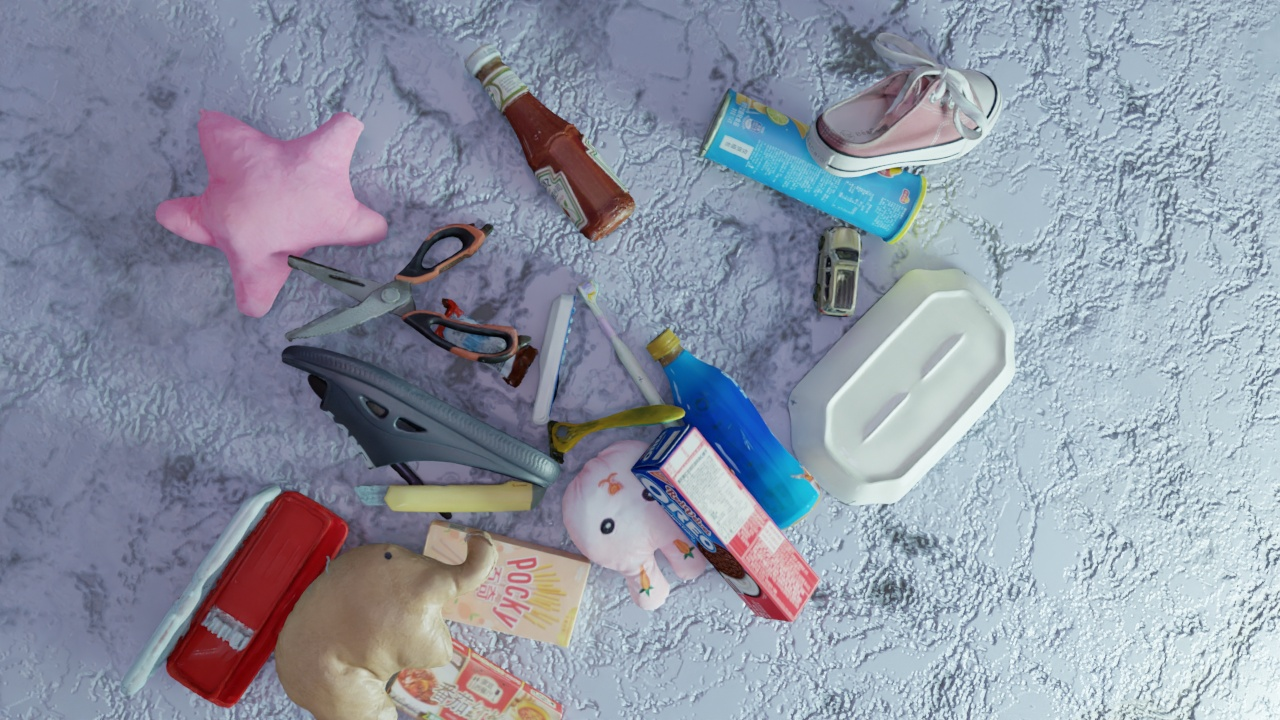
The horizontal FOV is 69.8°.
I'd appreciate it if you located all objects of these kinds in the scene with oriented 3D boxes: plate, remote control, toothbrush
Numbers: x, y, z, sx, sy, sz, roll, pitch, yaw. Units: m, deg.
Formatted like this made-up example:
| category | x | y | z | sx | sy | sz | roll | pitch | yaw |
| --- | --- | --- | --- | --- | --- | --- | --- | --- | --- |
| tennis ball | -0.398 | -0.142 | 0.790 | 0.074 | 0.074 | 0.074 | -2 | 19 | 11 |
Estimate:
| category | x | y | z | sx | sy | sz | roll | pitch | yaw |
| --- | --- | --- | --- | --- | --- | --- | --- | --- | --- |
| plate | 0.268 | 0.025 | 0.914 | 0.265 | 0.034 | 0.162 | -44 | 94 | -5 |
| remote control | -0.083 | -0.002 | 0.867 | 0.024 | 0.049 | 0.125 | 12 | 88 | -4 |
| toothbrush | -0.245 | 0.082 | 0.868 | 0.014 | 0.016 | 0.189 | -43 | 97 | 2 |
| toothbrush | -0.005 | 0.005 | 0.891 | 0.020 | 0.029 | 0.189 | -28 | 95 | 36 |

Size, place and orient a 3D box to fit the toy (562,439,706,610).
| category | x | y | z | sx | sy | sz | roll | pitch | yaw |
| --- | --- | --- | --- | --- | --- | --- | --- | --- | --- |
| toy | -0.001 | 0.156 | 0.875 | 0.121 | 0.054 | 0.159 | -37 | 100 | -14 |

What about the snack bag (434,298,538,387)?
| category | x | y | z | sx | sy | sz | roll | pitch | yaw |
| --- | --- | --- | --- | --- | --- | --- | --- | --- | --- |
| snack bag | -0.149 | -0.017 | 0.858 | 0.105 | 0.026 | 0.045 | 31 | 102 | 6 |

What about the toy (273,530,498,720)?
| category | x | y | z | sx | sy | sz | roll | pitch | yaw |
| --- | --- | --- | --- | --- | --- | --- | --- | --- | --- |
| toy | -0.229 | 0.227 | 0.815 | 0.143 | 0.082 | 0.226 | 39 | 96 | -6 |

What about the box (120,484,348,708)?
| category | x | y | z | sx | sy | sz | roll | pitch | yaw |
| --- | --- | --- | --- | --- | --- | --- | --- | --- | --- |
| box | -0.352 | 0.214 | 0.811 | 0.094 | 0.100 | 0.201 | 33 | 87 | -5 |

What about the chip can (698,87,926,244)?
| category | x | y | z | sx | sy | sz | roll | pitch | yaw |
| --- | --- | --- | --- | --- | --- | --- | --- | --- | --- |
| chip can | 0.165 | -0.187 | 0.885 | 0.210 | 0.071 | 0.071 | 23 | 87 | -5 |

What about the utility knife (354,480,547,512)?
| category | x | y | z | sx | sy | sz | roll | pitch | yaw |
| --- | --- | --- | --- | --- | --- | --- | --- | --- | --- |
| utility knife | -0.178 | 0.128 | 0.867 | 0.178 | 0.019 | 0.031 | 2 | 87 | -16 |

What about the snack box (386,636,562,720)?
| category | x | y | z | sx | sy | sz | roll | pitch | yaw |
| --- | --- | --- | --- | --- | --- | --- | --- | --- | --- |
| snack box | -0.157 | 0.324 | 0.868 | 0.153 | 0.025 | 0.075 | 34 | 87 | -5 |

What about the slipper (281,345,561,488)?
| category | x | y | z | sx | sy | sz | roll | pitch | yaw |
| --- | --- | --- | --- | --- | --- | --- | --- | --- | --- |
| slipper | -0.203 | 0.068 | 0.818 | 0.268 | 0.111 | 0.083 | 27 | 77 | -11 |

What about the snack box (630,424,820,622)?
| category | x | y | z | sx | sy | sz | roll | pitch | yaw |
| --- | --- | --- | --- | --- | --- | --- | --- | --- | --- |
| snack box | 0.081 | 0.152 | 0.856 | 0.207 | 0.057 | 0.058 | 51 | 62 | -15 |

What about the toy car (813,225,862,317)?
| category | x | y | z | sx | sy | sz | roll | pitch | yaw |
| --- | --- | --- | --- | --- | --- | --- | --- | --- | --- |
| toy car | 0.198 | -0.089 | 0.907 | 0.042 | 0.035 | 0.090 | 5 | 87 | -8 |

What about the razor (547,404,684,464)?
| category | x | y | z | sx | sy | sz | roll | pitch | yaw |
| --- | --- | --- | --- | --- | --- | --- | --- | --- | --- |
| razor | -0.024 | 0.061 | 0.859 | 0.133 | 0.028 | 0.043 | -13 | 58 | 11 |

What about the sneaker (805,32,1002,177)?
| category | x | y | z | sx | sy | sz | roll | pitch | yaw |
| --- | --- | --- | --- | --- | --- | --- | --- | --- | --- |
| sneaker | 0.263 | -0.239 | 0.853 | 0.240 | 0.088 | 0.118 | -21 | 69 | -28 |

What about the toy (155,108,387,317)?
| category | x | y | z | sx | sy | sz | roll | pitch | yaw |
| --- | --- | --- | --- | --- | --- | --- | --- | --- | --- |
| toy | -0.327 | -0.155 | 0.824 | 0.194 | 0.074 | 0.178 | -37 | 106 | -9 |

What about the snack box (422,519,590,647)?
| category | x | y | z | sx | sy | sz | roll | pitch | yaw |
| --- | --- | --- | --- | --- | --- | --- | --- | --- | --- |
| snack box | -0.133 | 0.211 | 0.871 | 0.157 | 0.026 | 0.084 | 15 | 89 | -6 |

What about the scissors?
| category | x | y | z | sx | sy | sz | roll | pitch | yaw |
| --- | --- | --- | --- | --- | --- | --- | --- | --- | --- |
| scissors | -0.204 | -0.055 | 0.826 | 0.224 | 0.015 | 0.189 | -36 | 81 | -28 |

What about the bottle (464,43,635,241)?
| category | x | y | z | sx | sy | sz | roll | pitch | yaw |
| --- | --- | --- | --- | --- | --- | --- | --- | --- | --- |
| bottle | -0.088 | -0.206 | 0.863 | 0.059 | 0.060 | 0.206 | -40 | 94 | -5 |

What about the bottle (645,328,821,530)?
| category | x | y | z | sx | sy | sz | roll | pitch | yaw |
| --- | --- | --- | --- | --- | --- | --- | --- | --- | --- |
| bottle | 0.084 | 0.062 | 0.877 | 0.065 | 0.065 | 0.218 | -39 | 94 | -5 |
